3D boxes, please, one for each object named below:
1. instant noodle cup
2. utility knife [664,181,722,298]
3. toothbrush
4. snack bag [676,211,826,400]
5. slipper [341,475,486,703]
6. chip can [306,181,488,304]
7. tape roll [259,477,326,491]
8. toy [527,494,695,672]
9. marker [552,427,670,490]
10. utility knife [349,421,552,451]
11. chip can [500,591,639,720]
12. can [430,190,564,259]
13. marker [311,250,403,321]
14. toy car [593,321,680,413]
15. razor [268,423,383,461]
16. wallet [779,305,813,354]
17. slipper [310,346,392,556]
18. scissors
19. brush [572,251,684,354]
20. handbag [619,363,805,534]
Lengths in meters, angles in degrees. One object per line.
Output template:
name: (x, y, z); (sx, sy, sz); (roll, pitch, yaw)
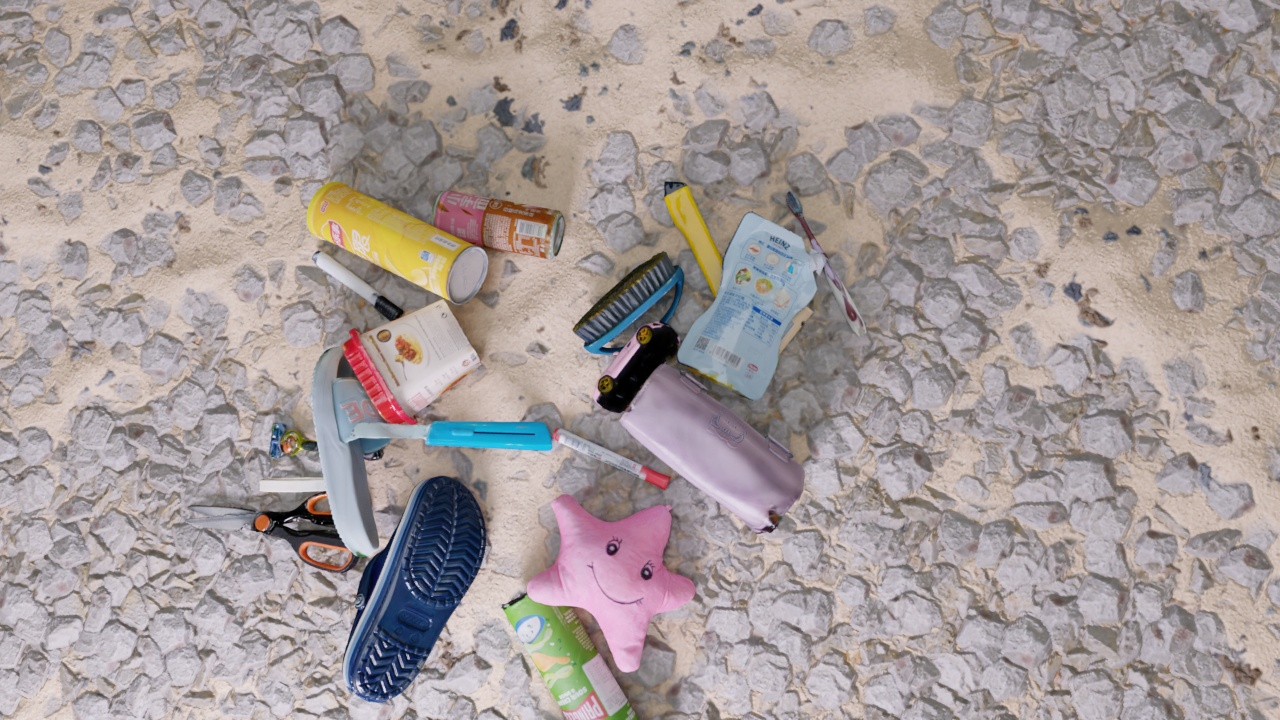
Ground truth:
instant noodle cup: (-0.255, -0.001, 1.046); (0.124, 0.116, 0.116); (-32, 83, -10)
utility knife: (0.066, -0.140, 1.064); (0.033, 0.015, 0.156); (-25, 85, 10)
toothbrush: (0.211, -0.111, 1.046); (0.016, 0.017, 0.187); (-27, 83, 4)
snack bag: (0.125, -0.060, 1.020); (0.110, 0.039, 0.191); (26, 86, 10)
slipper: (-0.260, 0.254, 1.037); (0.095, 0.105, 0.252); (3, 67, 47)
chip can: (-0.279, -0.137, 1.048); (0.213, 0.072, 0.072); (25, 89, 20)
tape roll: (-0.393, 0.143, 1.057); (0.086, 0.086, 0.014); (-1, 85, 6)
toy: (-0.028, 0.223, 1.016); (0.194, 0.075, 0.178); (42, 68, -5)
marker: (-0.034, 0.112, 1.057); (0.145, 0.017, 0.017); (24, 89, 7)
utility knife: (-0.208, 0.082, 1.026); (0.224, 0.018, 0.034); (3, 76, -22)
chip can: (-0.066, 0.355, 1.018); (0.072, 0.072, 0.236); (-32, 83, 3)
can: (-0.165, -0.158, 1.067); (0.147, 0.058, 0.058); (12, 87, 6)
marker: (-0.341, -0.089, 1.102); (0.131, 0.018, 0.023); (34, 99, 7)
toy car: (-0.006, 0.006, 1.041); (0.122, 0.056, 0.037); (-51, 43, 9)
razor: (-0.376, 0.104, 1.090); (0.143, 0.022, 0.042); (7, 88, 6)
wallet: (0.128, -0.037, 1.048); (0.087, 0.024, 0.115); (38, 91, 2)
slipper: (-0.317, 0.096, 1.031); (0.074, 0.104, 0.245); (-13, 73, -7)
scissors: (-0.430, 0.181, 1.095); (0.234, 0.022, 0.152); (28, 83, 11)
brush: (-0.006, -0.056, 1.049); (0.144, 0.055, 0.073); (-40, 105, 1)
handbag: (0.078, 0.095, 0.983); (0.197, 0.145, 0.098); (38, 93, 6)
